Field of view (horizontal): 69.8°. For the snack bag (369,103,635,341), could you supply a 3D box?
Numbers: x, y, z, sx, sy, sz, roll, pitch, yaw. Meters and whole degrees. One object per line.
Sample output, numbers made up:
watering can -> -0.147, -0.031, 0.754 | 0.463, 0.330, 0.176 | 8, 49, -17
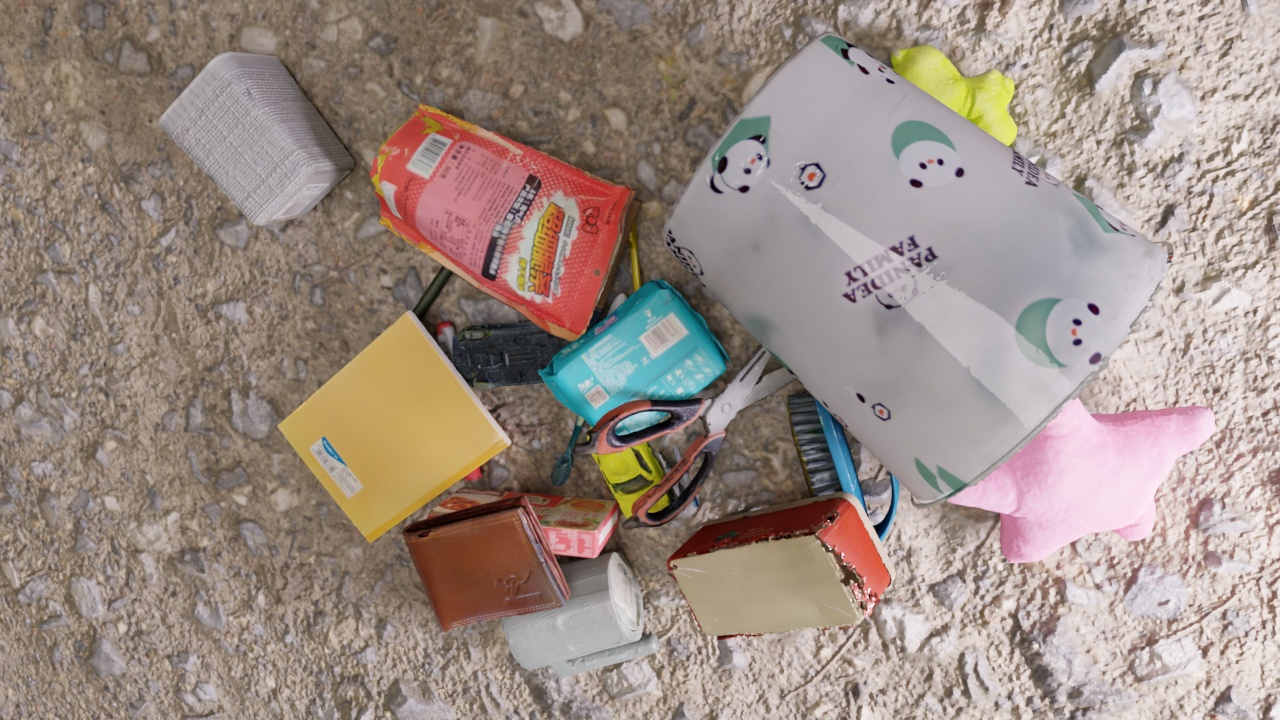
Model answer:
snack bag -> -0.113, -0.115, 0.727 | 0.208, 0.073, 0.129 | 28, 104, 15

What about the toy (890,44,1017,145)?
toy -> 0.221, -0.183, 0.671 | 0.100, 0.031, 0.097 | -7, 104, 14

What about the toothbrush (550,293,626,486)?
toothbrush -> -0.046, 0.029, 0.786 | 0.016, 0.018, 0.192 | 28, 114, 20

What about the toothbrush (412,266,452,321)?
toothbrush -> -0.166, -0.087, 0.795 | 0.017, 0.012, 0.186 | 40, 109, 7

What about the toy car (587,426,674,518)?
toy car -> -0.009, 0.097, 0.793 | 0.048, 0.032, 0.105 | -25, 98, 17

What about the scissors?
scissors -> 0.048, 0.051, 0.734 | 0.226, 0.015, 0.189 | -8, 122, -19

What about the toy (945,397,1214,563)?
toy -> 0.307, 0.091, 0.684 | 0.194, 0.074, 0.179 | 8, 123, -11

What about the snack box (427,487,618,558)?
snack box -> -0.101, 0.140, 0.802 | 0.153, 0.075, 0.025 | 3, 102, 13

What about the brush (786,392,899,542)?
brush -> 0.167, 0.086, 0.736 | 0.074, 0.055, 0.144 | -15, 99, 18

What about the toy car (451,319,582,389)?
toy car -> -0.103, -0.007, 0.786 | 0.121, 0.036, 0.054 | -4, 105, 13

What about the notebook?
notebook -> -0.228, 0.066, 0.830 | 0.207, 0.010, 0.146 | -35, 94, 28

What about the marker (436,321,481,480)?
marker -> -0.163, 0.037, 0.822 | 0.017, 0.017, 0.145 | -5, 102, 14

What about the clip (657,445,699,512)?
clip -> 0.032, 0.102, 0.788 | 0.036, 0.025, 0.058 | -21, 93, 10

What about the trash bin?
trash bin -> 0.167, -0.068, 0.621 | 0.252, 0.229, 0.230 | 41, 109, 7

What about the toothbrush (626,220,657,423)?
toothbrush -> -0.003, -0.028, 0.769 | 0.017, 0.015, 0.190 | -3, 103, 18

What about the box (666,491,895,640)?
box -> 0.104, 0.172, 0.727 | 0.169, 0.078, 0.091 | -23, 98, 44

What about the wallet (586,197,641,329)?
wallet -> -0.056, -0.093, 0.750 | 0.090, 0.033, 0.115 | 27, 108, 21

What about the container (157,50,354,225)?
container -> -0.315, -0.182, 0.768 | 0.090, 0.090, 0.114 | -38, 96, 19

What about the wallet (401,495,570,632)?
wallet -> -0.130, 0.172, 0.761 | 0.125, 0.032, 0.101 | -16, 107, 19

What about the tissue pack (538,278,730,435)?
tissue pack -> -0.004, 0.004, 0.737 | 0.133, 0.050, 0.093 | -37, 111, 3

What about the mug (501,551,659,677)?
mug -> -0.050, 0.233, 0.819 | 0.103, 0.083, 0.124 | -19, 125, 16
